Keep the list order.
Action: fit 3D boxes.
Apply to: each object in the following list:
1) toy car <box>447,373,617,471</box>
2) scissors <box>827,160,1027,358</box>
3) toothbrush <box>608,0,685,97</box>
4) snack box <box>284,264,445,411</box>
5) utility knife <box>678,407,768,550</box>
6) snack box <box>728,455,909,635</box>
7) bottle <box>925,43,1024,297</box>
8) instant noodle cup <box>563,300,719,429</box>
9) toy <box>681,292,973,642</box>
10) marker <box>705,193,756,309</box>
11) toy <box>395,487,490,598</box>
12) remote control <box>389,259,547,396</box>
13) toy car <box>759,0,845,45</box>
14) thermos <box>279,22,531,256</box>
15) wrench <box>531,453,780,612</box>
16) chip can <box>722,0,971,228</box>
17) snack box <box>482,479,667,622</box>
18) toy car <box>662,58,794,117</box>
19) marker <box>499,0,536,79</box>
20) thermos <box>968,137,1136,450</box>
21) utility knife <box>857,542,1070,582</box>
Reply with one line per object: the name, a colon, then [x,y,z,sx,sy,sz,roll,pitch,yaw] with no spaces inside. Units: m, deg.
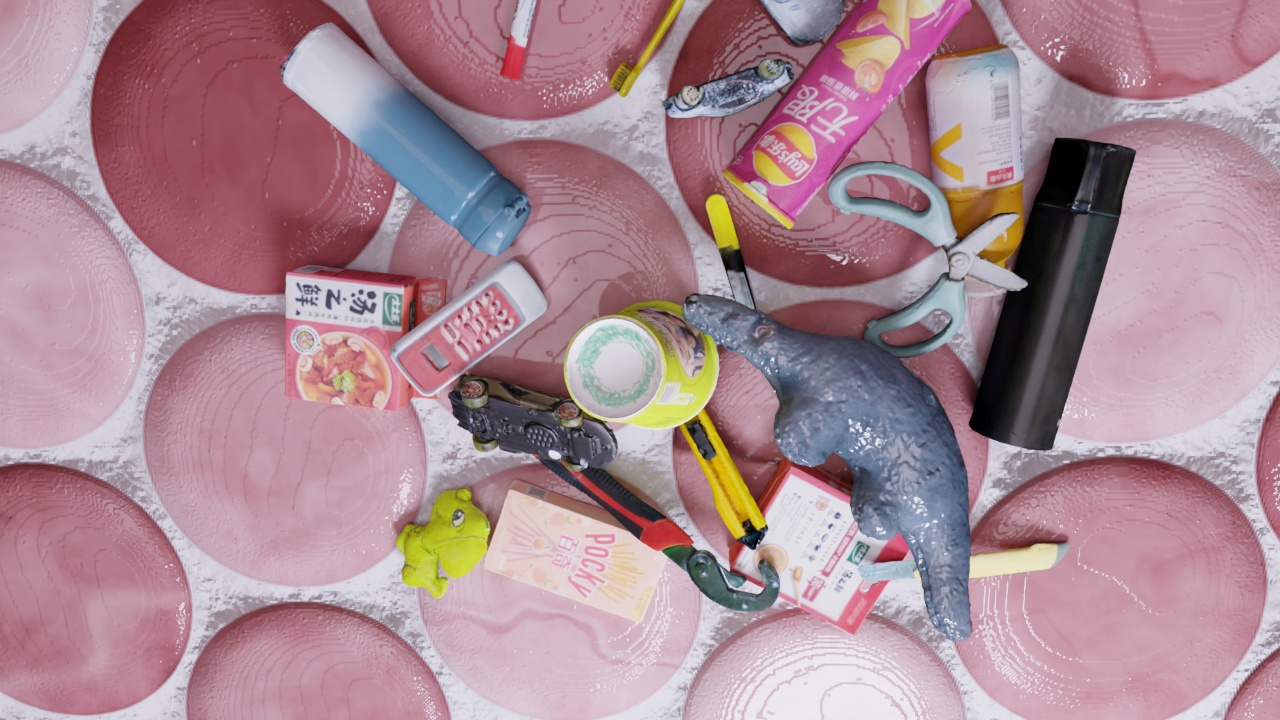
toy car: [-0.092,0.053,0.786,0.158,0.042,0.070,13,137,15]
scissors: [0.208,-0.074,0.730,0.171,0.019,0.170,28,132,1]
toothbrush: [0.032,-0.294,0.726,0.016,0.015,0.190,35,104,2]
snack box: [-0.239,-0.019,0.797,0.127,0.044,0.113,6,104,2]
utility knife: [0.050,0.067,0.791,0.033,0.015,0.216,-30,86,16]
snack box: [0.159,0.161,0.813,0.127,0.044,0.113,28,103,-2]
bottle: [0.263,-0.145,0.718,0.068,0.068,0.190,-8,106,6]
instant noodle cup: [-0.004,0.004,0.732,0.112,0.123,0.111,0,91,17]
toy: [0.180,0.059,0.747,0.137,0.091,0.356,-43,94,-18]
marker: [0.079,-0.081,0.776,0.018,0.015,0.124,-16,105,9]
toy: [-0.179,0.168,0.843,0.100,0.031,0.096,-11,85,19]
remote control: [-0.145,-0.027,0.779,0.136,0.020,0.056,-37,113,-5]
toy car: [0.109,-0.299,0.705,0.054,0.036,0.120,-40,109,11]
thermos: [-0.185,-0.174,0.746,0.220,0.070,0.070,42,103,-7]
wrench: [0.001,0.135,0.809,0.273,0.016,0.056,34,104,8]
chip can: [0.156,-0.206,0.710,0.071,0.071,0.211,38,103,-5]
snack box: [-0.057,0.175,0.841,0.157,0.026,0.084,20,104,-1]
toy car: [0.070,-0.211,0.726,0.106,0.049,0.031,-15,99,8]
marker: [-0.088,-0.299,0.733,0.017,0.017,0.145,16,104,0]
thermos: [0.323,-0.051,0.728,0.068,0.089,0.243,16,106,25]
utility knife: [0.282,0.178,0.797,0.204,0.021,0.031,-4,114,-17]
